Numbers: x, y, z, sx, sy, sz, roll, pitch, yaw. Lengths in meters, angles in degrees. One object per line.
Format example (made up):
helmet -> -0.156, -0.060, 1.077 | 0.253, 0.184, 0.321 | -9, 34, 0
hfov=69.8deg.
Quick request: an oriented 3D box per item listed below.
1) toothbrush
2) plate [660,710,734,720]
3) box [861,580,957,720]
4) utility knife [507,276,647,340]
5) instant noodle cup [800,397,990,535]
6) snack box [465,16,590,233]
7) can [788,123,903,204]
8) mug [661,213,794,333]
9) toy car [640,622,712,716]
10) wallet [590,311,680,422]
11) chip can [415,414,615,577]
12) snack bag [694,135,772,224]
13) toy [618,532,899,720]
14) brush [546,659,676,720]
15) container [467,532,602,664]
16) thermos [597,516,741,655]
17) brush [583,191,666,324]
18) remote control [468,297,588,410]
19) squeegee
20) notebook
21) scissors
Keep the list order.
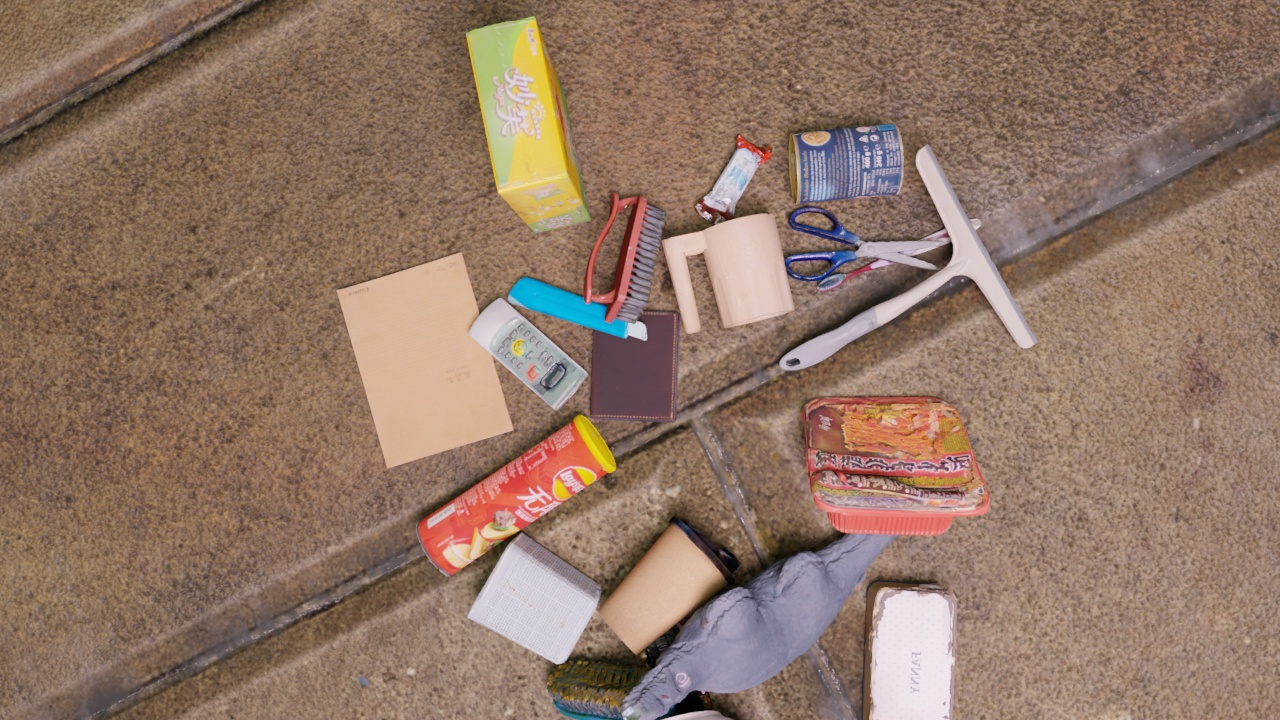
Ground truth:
toothbrush -> 0.279, -0.115, 0.990 | 0.187, 0.017, 0.016 | -22, 82, 4
plate -> 0.033, 0.386, 0.923 | 0.164, 0.164, 0.034 | -19, 60, 6
box -> 0.277, 0.323, 0.949 | 0.090, 0.059, 0.184 | 5, 89, 6
utility knife -> -0.067, -0.054, 1.004 | 0.166, 0.018, 0.034 | 19, 85, 16
instant noodle cup -> 0.247, 0.109, 0.924 | 0.164, 0.188, 0.079 | 1, 122, 6
snack box -> -0.108, -0.229, 0.933 | 0.070, 0.210, 0.157 | -12, 87, 3
can -> 0.217, -0.208, 0.971 | 0.111, 0.075, 0.075 | -5, 86, 4
mug -> 0.094, -0.089, 0.968 | 0.124, 0.084, 0.103 | -13, 87, -9
toy car -> 0.037, 0.333, 0.980 | 0.056, 0.037, 0.122 | -18, 98, 10
wallet -> -0.006, 0.006, 1.008 | 0.096, 0.020, 0.122 | 2, 87, 1
chip can -> -0.133, 0.145, 0.984 | 0.216, 0.073, 0.073 | -33, 85, 2
snack bag -> 0.103, -0.197, 1.005 | 0.045, 0.026, 0.105 | 31, 91, -3
toy -> 0.122, 0.261, 0.918 | 0.355, 0.138, 0.091 | -27, 61, -23
brush -> -0.027, 0.356, 0.961 | 0.144, 0.055, 0.073 | -4, 127, 27
container -> -0.107, 0.253, 0.970 | 0.111, 0.090, 0.090 | 31, 90, 3
thermos -> 0.028, 0.231, 0.947 | 0.143, 0.093, 0.093 | -43, 84, -10
brush -> -0.017, -0.116, 0.979 | 0.069, 0.063, 0.145 | 17, 65, -9
remote control -> -0.125, -0.008, 1.014 | 0.135, 0.019, 0.056 | 42, 87, 3
squeegee -> 0.254, -0.053, 0.961 | 0.247, 0.039, 0.246 | -31, 103, 11
notebook -> -0.243, -0.001, 1.033 | 0.149, 0.012, 0.211 | -17, 86, 2
scissors -> 0.233, -0.113, 0.983 | 0.169, 0.012, 0.146 | 40, 81, 17
